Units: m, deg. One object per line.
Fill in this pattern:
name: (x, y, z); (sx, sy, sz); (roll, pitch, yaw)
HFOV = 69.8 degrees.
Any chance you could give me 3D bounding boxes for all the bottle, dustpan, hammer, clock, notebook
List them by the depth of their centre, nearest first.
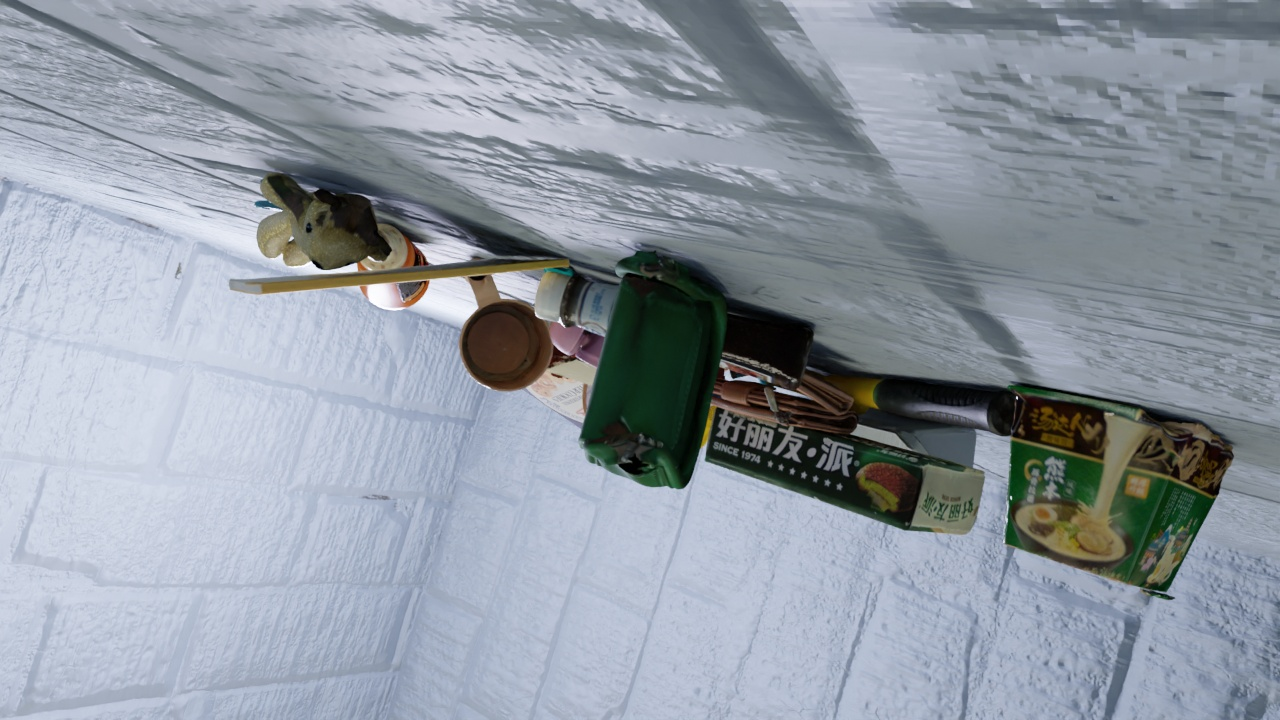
bottle: (0.022, -0.024, 0.647); (0.195, 0.044, 0.080); (15, 176, 9)
notebook: (-0.174, -0.061, 0.653); (0.205, 0.010, 0.146); (-9, -171, -29)
clock: (-0.014, -0.018, 0.748); (0.158, 0.060, 0.117); (25, -177, 7)
hammer: (0.210, 0.030, 0.781); (0.128, 0.033, 0.301); (16, 178, -18)
bottle: (-0.222, -0.087, 0.806); (0.066, 0.066, 0.150); (17, 170, -7)
dustpan: (0.257, 0.123, 1.023); (0.257, 0.142, 0.223); (2, -173, -41)

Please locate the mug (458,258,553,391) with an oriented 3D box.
mug: (-0.138, -0.034, 0.868); (0.084, 0.124, 0.103); (-23, -173, -11)

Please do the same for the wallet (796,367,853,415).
wallet: (0.108, 0.002, 0.742); (0.101, 0.020, 0.115); (35, -173, 39)

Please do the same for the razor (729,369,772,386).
razor: (0.127, 0.013, 0.978); (0.043, 0.028, 0.132); (-16, 165, 14)

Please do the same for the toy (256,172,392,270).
toy: (-0.241, -0.093, 0.678); (0.105, 0.066, 0.157); (39, 158, -32)

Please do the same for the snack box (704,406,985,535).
snack box: (0.185, 0.099, 0.865); (0.114, 0.063, 0.240); (13, -179, -43)

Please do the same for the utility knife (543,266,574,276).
utility knife: (-0.061, -0.064, 0.755); (0.029, 0.013, 0.151); (14, 175, 1)

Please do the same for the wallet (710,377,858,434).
wallet: (0.110, 0.039, 0.823); (0.131, 0.035, 0.119); (13, 177, 42)

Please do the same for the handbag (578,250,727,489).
handbag: (0.008, 0.008, 0.544); (0.068, 0.131, 0.120); (12, 174, 8)

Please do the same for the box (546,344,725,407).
box: (-0.005, 0.005, 0.896); (0.168, 0.080, 0.091); (19, 162, -28)

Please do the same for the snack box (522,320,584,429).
snack box: (-0.075, 0.023, 1.171); (0.182, 0.045, 0.178); (36, 150, -19)

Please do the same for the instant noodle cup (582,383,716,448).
instant noodle cup: (0.008, 0.036, 1.024); (0.109, 0.138, 0.138); (18, 177, -33)

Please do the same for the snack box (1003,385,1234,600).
snack box: (0.297, 0.086, 0.594); (0.118, 0.105, 0.118); (20, 177, -42)

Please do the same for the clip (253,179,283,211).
clip: (-0.274, -0.124, 0.723); (0.057, 0.047, 0.014); (12, 176, -9)

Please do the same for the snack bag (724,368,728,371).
snack bag: (-0.003, -0.005, 1.195); (0.208, 0.073, 0.128); (6, 171, 34)
